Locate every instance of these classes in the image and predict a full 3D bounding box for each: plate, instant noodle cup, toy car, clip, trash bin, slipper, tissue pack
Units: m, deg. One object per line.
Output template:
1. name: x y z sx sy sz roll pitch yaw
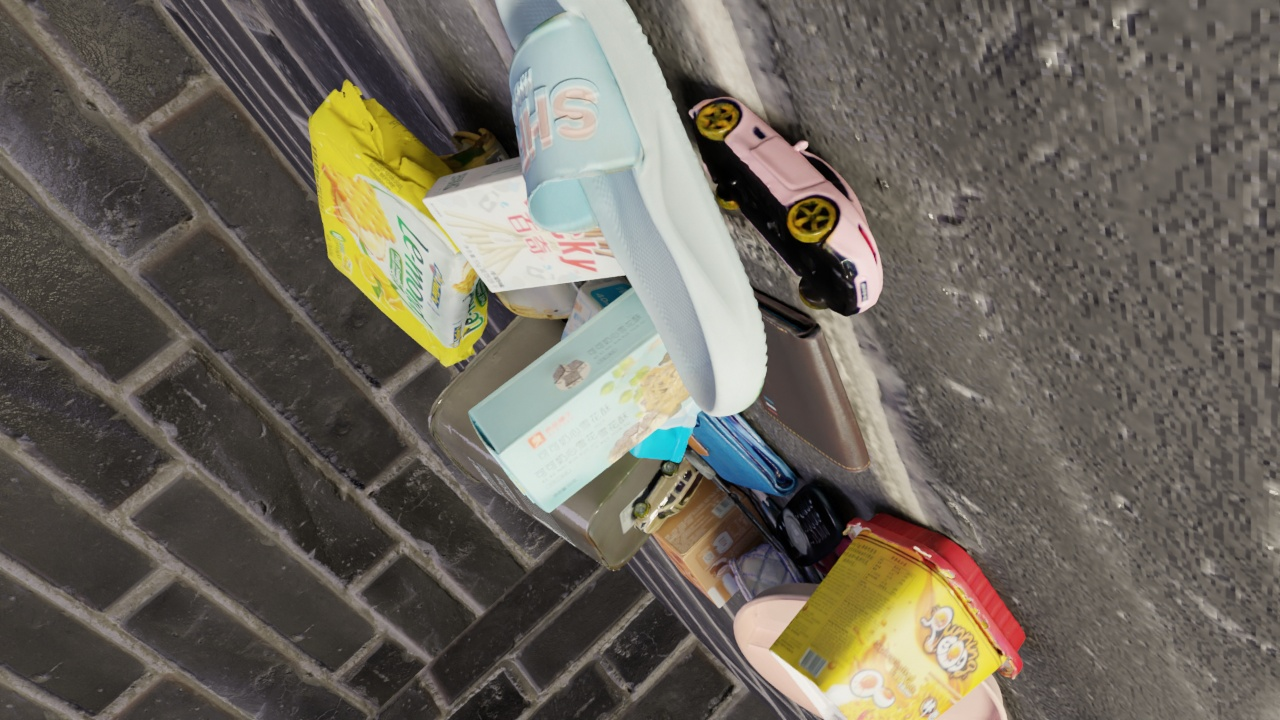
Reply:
1. plate: 0.188 0.257 0.767 0.230 0.028 0.230 21 143 17
2. instant noodle cup: 0.162 0.183 0.602 0.116 0.123 0.116 52 167 -16
3. toy car: 0.027 0.139 0.934 0.035 0.090 0.042 37 179 28
4. clip: 0.132 0.154 0.858 0.057 0.029 0.024 49 168 31
5. toy car: 0.062 -0.070 0.391 0.122 0.037 0.056 55 173 34
6. trash bin: -0.074 0.092 0.997 0.220 0.198 0.199 35 163 28
7. slipper: -0.017 -0.079 0.446 0.245 0.074 0.104 64 167 -1
8. tissue pack: -0.004 0.004 0.709 0.140 0.063 0.090 43 131 27

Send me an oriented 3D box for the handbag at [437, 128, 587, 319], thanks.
1. handbag: -0.090 -0.110 0.737 0.179 0.063 0.163 13 143 55

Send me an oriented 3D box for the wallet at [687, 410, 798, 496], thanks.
1. wallet: 0.069 0.070 0.782 0.106 0.040 0.133 46 168 -10

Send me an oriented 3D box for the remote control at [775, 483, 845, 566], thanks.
1. remote control: 0.139 0.131 0.736 0.053 0.024 0.137 60 164 19

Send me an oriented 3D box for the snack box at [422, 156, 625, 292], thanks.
1. snack box: -0.056 -0.089 0.578 0.157 0.026 0.085 -4 135 36

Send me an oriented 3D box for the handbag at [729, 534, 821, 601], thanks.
1. handbag: 0.169 0.271 0.924 0.194 0.075 0.134 58 -178 -34

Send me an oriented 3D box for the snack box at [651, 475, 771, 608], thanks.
1. snack box: 0.076 0.186 0.970 0.077 0.092 0.094 32 160 53

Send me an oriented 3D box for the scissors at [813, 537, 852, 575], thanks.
1. scissors: 0.191 0.194 0.756 0.136 0.017 0.105 48 153 16

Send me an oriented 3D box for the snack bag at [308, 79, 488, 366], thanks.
1. snack bag: -0.187 -0.103 0.749 0.158 0.068 0.247 42 155 6

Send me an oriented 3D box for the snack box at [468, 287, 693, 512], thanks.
1. snack box: -0.019 0.016 0.599 0.051 0.174 0.074 45 169 42

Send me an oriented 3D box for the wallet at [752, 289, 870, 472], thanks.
1. wallet: 0.092 0.008 0.561 0.096 0.020 0.122 34 159 48

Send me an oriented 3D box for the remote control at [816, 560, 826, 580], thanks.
1. remote control: 0.204 0.235 0.854 0.058 0.021 0.150 33 161 49

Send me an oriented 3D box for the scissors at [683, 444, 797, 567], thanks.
1. scissors: 0.085 0.125 0.869 0.159 0.014 0.173 44 -178 -6
